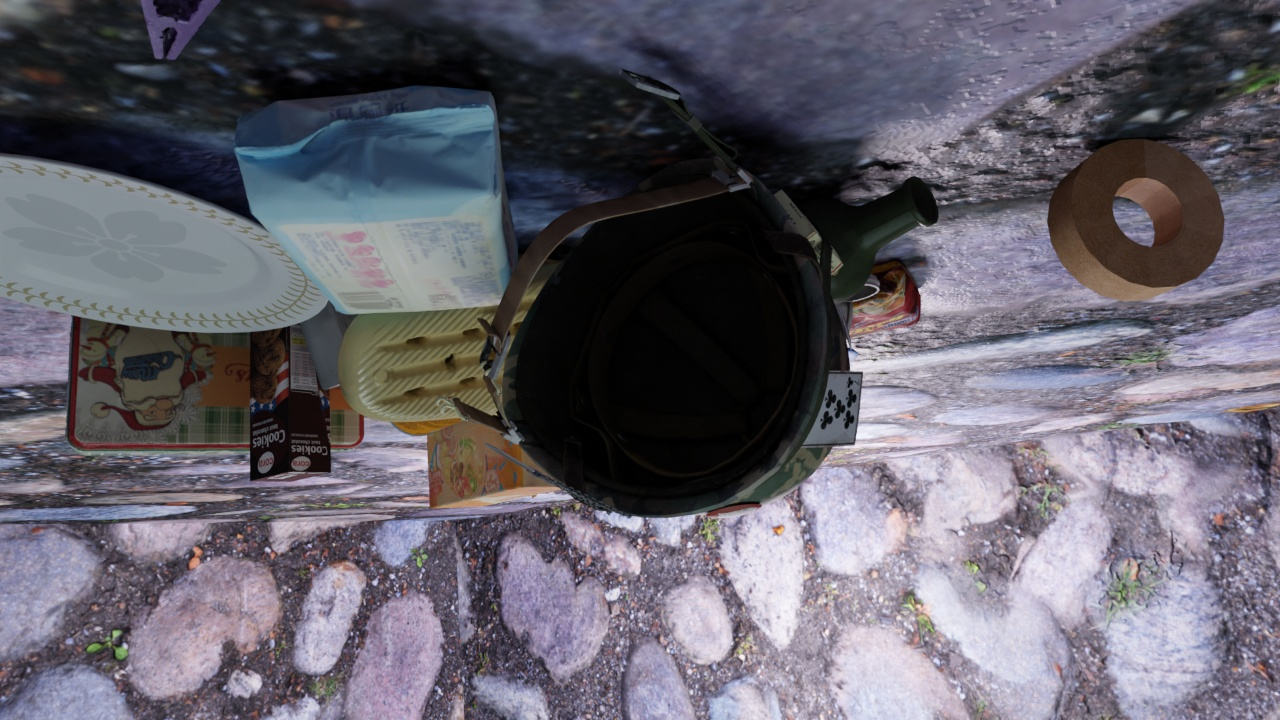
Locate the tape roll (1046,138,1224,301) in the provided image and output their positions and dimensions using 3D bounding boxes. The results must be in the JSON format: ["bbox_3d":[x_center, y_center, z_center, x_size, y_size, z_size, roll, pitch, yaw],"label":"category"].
[{"bbox_3d":[0.296,-0.084,0.551,0.094,0.094,0.027,-4,168,-5],"label":"tape roll"}]

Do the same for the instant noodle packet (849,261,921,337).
[{"bbox_3d":[0.191,-0.048,0.801,0.099,0.039,0.135,-18,163,21],"label":"instant noodle packet"}]

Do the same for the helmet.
[{"bbox_3d":[0.013,-0.012,0.492,0.236,0.193,0.224,37,-170,-30],"label":"helmet"}]

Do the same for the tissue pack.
[{"bbox_3d":[-0.122,-0.078,0.468,0.112,0.070,0.182,-4,165,-5],"label":"tissue pack"}]

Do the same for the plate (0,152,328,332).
[{"bbox_3d":[-0.304,-0.063,0.527,0.242,0.016,0.243,2,163,0],"label":"plate"}]

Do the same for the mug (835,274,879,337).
[{"bbox_3d":[0.119,-0.044,0.693,0.070,0.084,0.113,9,154,-42],"label":"mug"}]

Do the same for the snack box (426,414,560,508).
[{"bbox_3d":[-0.149,0.076,0.966,0.080,0.145,0.196,4,164,-37],"label":"snack box"}]

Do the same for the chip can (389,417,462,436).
[{"bbox_3d":[-0.166,0.017,0.857,0.075,0.075,0.216,4,164,-37],"label":"chip can"}]

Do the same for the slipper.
[{"bbox_3d":[-0.095,-0.020,0.642,0.260,0.111,0.079,-12,-152,-41],"label":"slipper"}]

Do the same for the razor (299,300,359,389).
[{"bbox_3d":[-0.186,-0.036,0.656,0.047,0.088,0.116,-16,-177,41],"label":"razor"}]

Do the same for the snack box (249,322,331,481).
[{"bbox_3d":[-0.250,0.013,0.654,0.051,0.140,0.031,-15,165,37],"label":"snack box"}]

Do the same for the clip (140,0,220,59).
[{"bbox_3d":[-0.171,-0.130,0.343,0.046,0.014,0.050,-7,165,-5],"label":"clip"}]

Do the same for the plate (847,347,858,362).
[{"bbox_3d":[0.125,0.003,1.013,0.224,0.024,0.224,-8,170,-2],"label":"plate"}]

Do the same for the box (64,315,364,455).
[{"bbox_3d":[-0.318,0.014,0.701,0.205,0.117,0.050,5,169,-32],"label":"box"}]

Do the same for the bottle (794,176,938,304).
[{"bbox_3d":[0.098,-0.061,0.610,0.071,0.071,0.207,7,157,-43],"label":"bottle"}]
